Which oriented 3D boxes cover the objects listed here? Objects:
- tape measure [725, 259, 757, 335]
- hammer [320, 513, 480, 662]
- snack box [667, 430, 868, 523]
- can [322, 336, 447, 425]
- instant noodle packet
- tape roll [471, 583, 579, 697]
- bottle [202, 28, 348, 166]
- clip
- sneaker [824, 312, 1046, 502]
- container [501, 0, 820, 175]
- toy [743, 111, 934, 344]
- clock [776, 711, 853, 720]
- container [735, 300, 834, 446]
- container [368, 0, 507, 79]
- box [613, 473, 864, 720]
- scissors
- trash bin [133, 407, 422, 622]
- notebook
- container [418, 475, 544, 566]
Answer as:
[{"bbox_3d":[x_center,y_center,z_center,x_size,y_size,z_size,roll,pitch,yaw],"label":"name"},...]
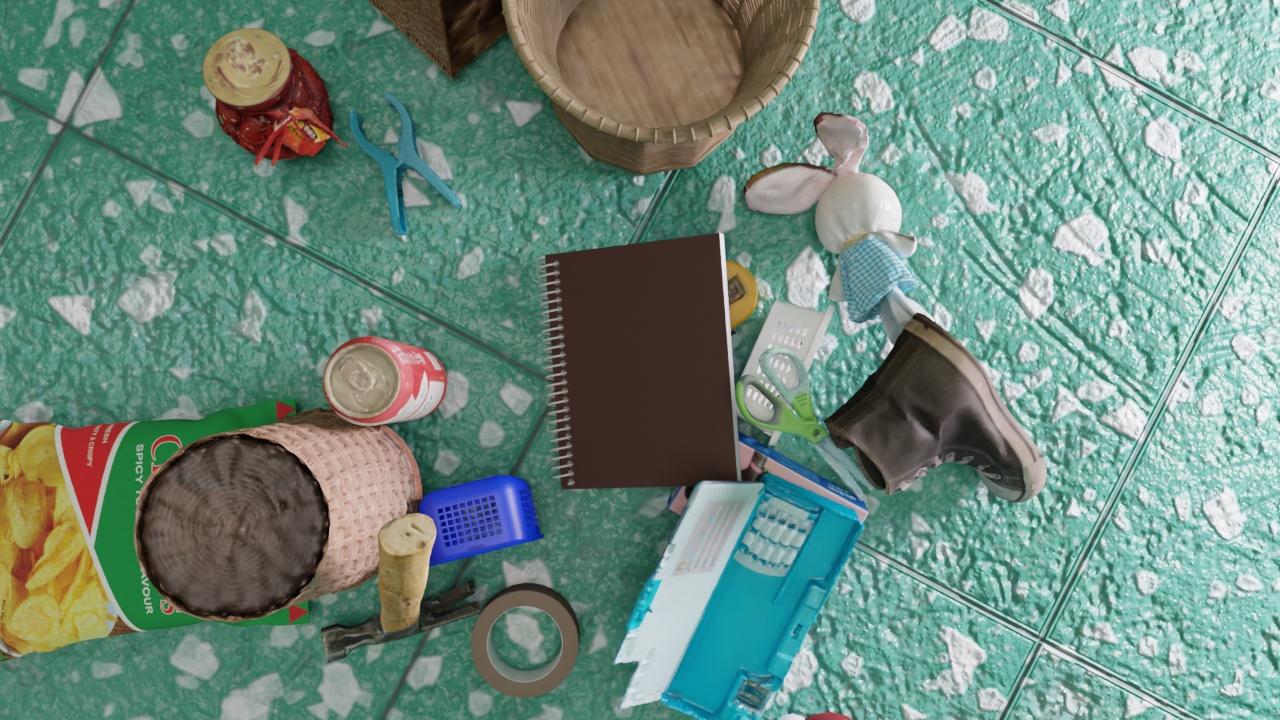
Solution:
[{"bbox_3d":[0.076,-0.059,0.823,0.059,0.030,0.068,-33,91,0],"label":"tape measure"},{"bbox_3d":[-0.173,0.169,0.674,0.132,0.331,0.033,-10,69,-20],"label":"hammer"},{"bbox_3d":[0.112,0.127,0.808,0.154,0.033,0.088,29,106,-1],"label":"snack box"},{"bbox_3d":[-0.203,0.017,0.743,0.067,0.170,0.067,0,88,-2],"label":"can"},{"bbox_3d":[-0.418,0.139,0.772,0.252,0.090,0.195,-4,88,-14],"label":"instant noodle packet"},{"bbox_3d":[-0.101,0.247,0.813,0.093,0.030,0.093,0,89,-2],"label":"tape roll"},{"bbox_3d":[-0.306,-0.213,0.774,0.099,0.111,0.099,0,77,-1],"label":"bottle"},{"bbox_3d":[-0.201,-0.185,0.819,0.113,0.028,0.127,-36,91,-4],"label":"clip"},{"bbox_3d":[0.247,0.074,0.762,0.120,0.095,0.234,-45,132,4],"label":"sneaker"},{"bbox_3d":[0.011,-0.265,0.740,0.227,0.196,0.227,0,89,-2],"label":"container"},{"bbox_3d":[0.199,-0.106,0.787,0.105,0.131,0.205,-15,71,-41],"label":"toy"},{"bbox_3d":[0.160,0.360,0.812,0.124,0.044,0.087,4,89,-3],"label":"clock"},{"bbox_3d":[0.120,0.007,0.802,0.049,0.080,0.129,24,88,10],"label":"container"},{"bbox_3d":[-0.158,-0.334,0.735,0.112,0.199,0.113,45,80,0],"label":"container"},{"bbox_3d":[0.067,0.203,0.774,0.180,0.074,0.227,18,105,-23],"label":"box"},{"bbox_3d":[0.141,0.064,0.762,0.072,0.033,0.175,-48,110,-13],"label":"scissors"},{"bbox_3d":[-0.251,0.110,0.672,0.151,0.210,0.151,0,88,-4],"label":"trash bin"},{"bbox_3d":[-0.005,0.005,0.794,0.172,0.022,0.209,-4,89,21],"label":"notebook"},{"bbox_3d":[-0.135,0.133,0.774,0.096,0.114,0.058,-14,81,-2],"label":"container"}]
